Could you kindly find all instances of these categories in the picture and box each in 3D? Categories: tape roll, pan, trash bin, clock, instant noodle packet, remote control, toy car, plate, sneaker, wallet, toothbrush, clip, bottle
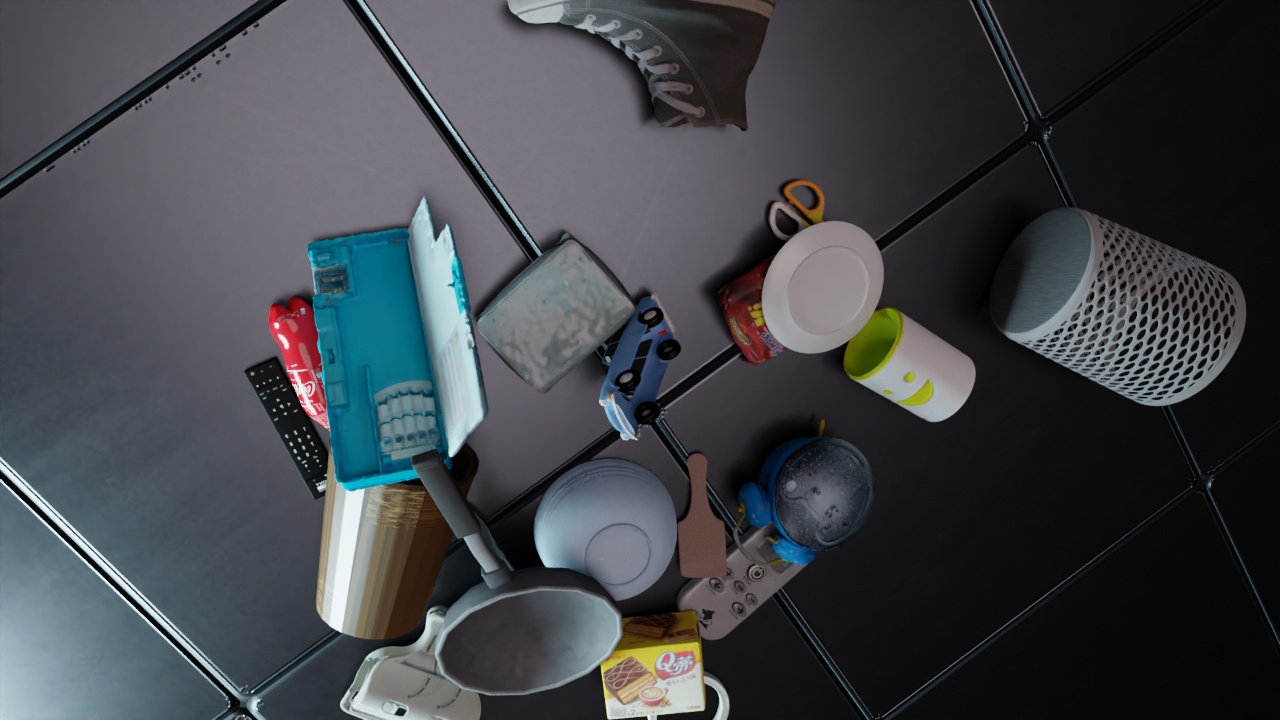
[{"bbox_3d":[0.054,0.390,1.026,0.093,0.013,0.093,-3,104,-12],"label":"tape roll"},{"bbox_3d":[-0.126,0.193,0.820,0.178,0.041,0.358,-18,133,-1],"label":"pan"},{"bbox_3d":[0.476,-0.058,0.935,0.183,0.156,0.156,21,98,-14],"label":"trash bin"},{"bbox_3d":[0.166,0.146,0.953,0.161,0.060,0.117,-42,107,-9],"label":"clock"},{"bbox_3d":[0.145,-0.062,0.913,0.135,0.039,0.098,-33,123,-4],"label":"instant noodle packet"},{"bbox_3d":[0.111,0.238,0.996,0.151,0.019,0.074,-41,109,0],"label":"remote control"},{"bbox_3d":[-0.005,0.005,0.855,0.055,0.153,0.056,-8,131,28],"label":"toy car"},{"bbox_3d":[0.181,-0.068,0.893,0.134,0.011,0.135,-8,114,-18],"label":"plate"},{"bbox_3d":[-0.002,-0.271,0.806,0.234,0.095,0.120,2,104,-21],"label":"sneaker"},{"bbox_3d":[-0.323,0.065,0.858,0.030,0.009,0.140,-24,108,-6],"label":"remote control"},{"bbox_3d":[-0.080,-0.044,0.865,0.131,0.054,0.100,-41,100,2],"label":"wallet"},{"bbox_3d":[-0.160,0.175,0.919,0.024,0.022,0.185,-42,112,-38],"label":"toothbrush"},{"bbox_3d":[-0.213,0.326,0.915,0.126,0.104,0.152,29,106,-21],"label":"clip"},{"bbox_3d":[-0.296,0.012,0.834,0.042,0.042,0.141,-19,107,-8],"label":"bottle"}]

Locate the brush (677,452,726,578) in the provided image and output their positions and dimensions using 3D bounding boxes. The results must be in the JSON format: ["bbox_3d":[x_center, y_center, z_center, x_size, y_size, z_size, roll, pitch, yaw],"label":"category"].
[{"bbox_3d":[0.064,0.162,0.968,0.050,0.015,0.136,-3,98,8],"label":"brush"}]

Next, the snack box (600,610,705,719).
[{"bbox_3d":[0.013,0.319,0.964,0.106,0.061,0.084,-6,106,1],"label":"snack box"}]

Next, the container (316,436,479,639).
[{"bbox_3d":[-0.232,0.156,0.844,0.132,0.132,0.167,12,108,-16],"label":"container"}]

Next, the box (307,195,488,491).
[{"bbox_3d":[-0.193,-0.020,0.769,0.172,0.084,0.227,-24,66,20],"label":"box"}]

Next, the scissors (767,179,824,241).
[{"bbox_3d":[0.182,-0.125,0.923,0.128,0.013,0.065,39,97,-20],"label":"scissors"}]

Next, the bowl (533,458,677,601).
[{"bbox_3d":[-0.029,0.181,0.921,0.150,0.075,0.151,-3,104,-12],"label":"bowl"}]

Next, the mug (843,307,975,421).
[{"bbox_3d":[0.276,0.005,0.941,0.106,0.082,0.082,28,96,-19],"label":"mug"}]
